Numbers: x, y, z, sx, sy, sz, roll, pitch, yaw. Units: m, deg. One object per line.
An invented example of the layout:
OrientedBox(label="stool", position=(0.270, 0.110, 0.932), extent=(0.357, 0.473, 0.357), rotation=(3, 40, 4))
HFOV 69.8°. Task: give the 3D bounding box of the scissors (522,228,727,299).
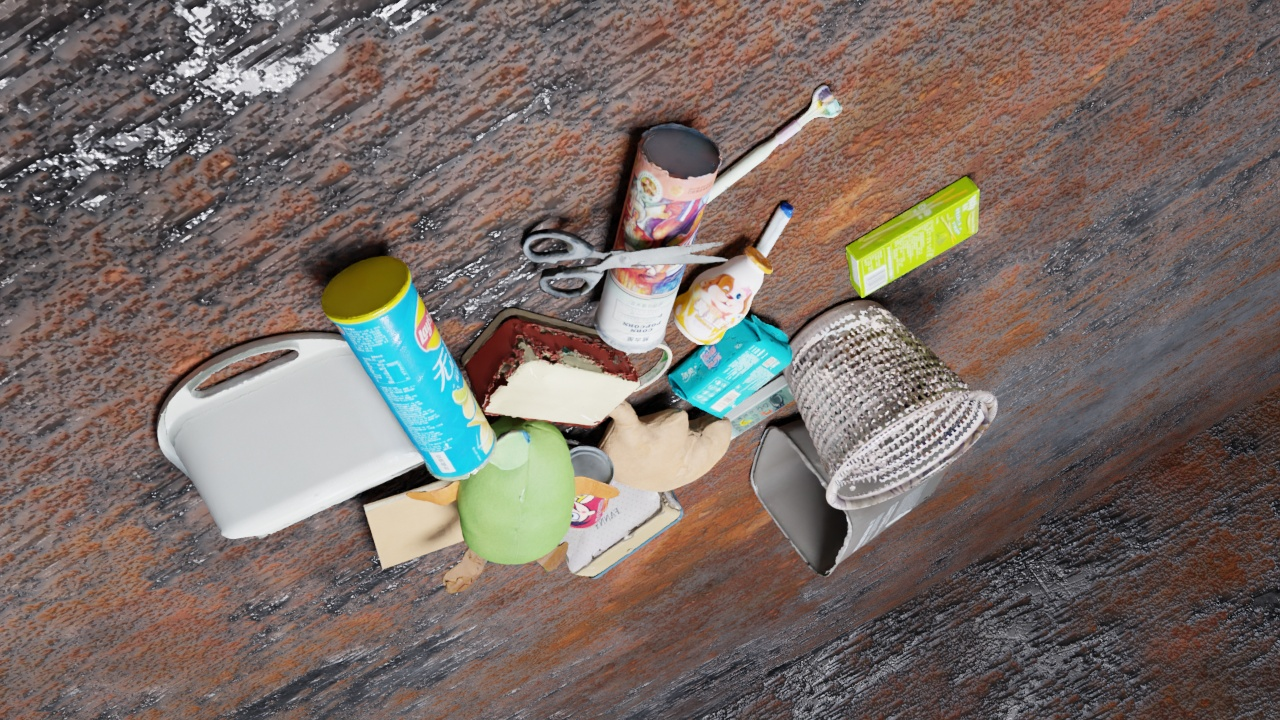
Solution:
OrientedBox(label="scissors", position=(-0.019, -0.090, 0.769), extent=(0.146, 0.014, 0.172), rotation=(35, 137, -20))

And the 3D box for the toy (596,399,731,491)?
OrientedBox(label="toy", position=(0.009, 0.101, 1.108), extent=(0.225, 0.082, 0.144), rotation=(16, 124, -46))

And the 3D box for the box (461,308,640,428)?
OrientedBox(label="box", position=(-0.081, 0.017, 0.902), extent=(0.091, 0.080, 0.168), rotation=(-44, 147, 25))

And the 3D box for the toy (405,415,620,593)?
OrientedBox(label="toy", position=(-0.132, 0.150, 0.976), extent=(0.226, 0.090, 0.247), rotation=(-2, 130, -19))

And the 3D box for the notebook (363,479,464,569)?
OrientedBox(label="notebook", position=(-0.200, 0.168, 1.047), extent=(0.211, 0.012, 0.150), rotation=(-17, 147, -19))

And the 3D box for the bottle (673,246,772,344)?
OrientedBox(label="bottle", position=(0.084, -0.067, 0.929), extent=(0.109, 0.063, 0.063), rotation=(-45, 146, 24))

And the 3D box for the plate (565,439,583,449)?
OrientedBox(label="plate", position=(-0.146, 0.142, 1.090), extent=(0.179, 0.024, 0.180), rotation=(-22, 149, -15))

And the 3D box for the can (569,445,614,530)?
OrientedBox(label="can", position=(-0.068, 0.152, 1.081), extent=(0.066, 0.066, 0.094), rotation=(-16, 147, -21))

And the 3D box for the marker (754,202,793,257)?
OrientedBox(label="marker", position=(0.120, -0.104, 0.948), extent=(0.016, 0.017, 0.146), rotation=(-7, 143, -32))

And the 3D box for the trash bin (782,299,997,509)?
OrientedBox(label="trash bin", position=(0.282, 0.042, 1.120), extent=(0.227, 0.192, 0.228), rotation=(-20, 148, -13))

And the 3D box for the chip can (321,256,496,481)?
OrientedBox(label="chip can", position=(-0.188, 0.013, 0.773), extent=(0.071, 0.071, 0.210), rotation=(-25, 136, -7))

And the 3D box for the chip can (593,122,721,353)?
OrientedBox(label="chip can", position=(0.011, -0.102, 0.811), extent=(0.071, 0.071, 0.215), rotation=(-13, 145, -25))

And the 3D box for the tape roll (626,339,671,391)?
OrientedBox(label="tape roll", position=(-0.006, 0.006, 1.010), extent=(0.085, 0.014, 0.086), rotation=(-20, 148, -14))

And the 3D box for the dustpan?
OrientedBox(label="dustpan", position=(-0.312, 0.066, 0.856), extent=(0.222, 0.142, 0.258), rotation=(-24, 178, -8))

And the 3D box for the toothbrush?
OrientedBox(label="toothbrush", position=(0.095, -0.176, 0.821), extent=(0.190, 0.029, 0.020), rotation=(-36, -171, 15))

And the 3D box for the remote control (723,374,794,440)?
OrientedBox(label="remote control", position=(0.145, 0.070, 1.222), extent=(0.135, 0.019, 0.056), rotation=(-34, 149, 8))

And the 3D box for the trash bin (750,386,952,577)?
OrientedBox(label="trash bin", position=(0.312, 0.166, 1.345), extent=(0.219, 0.198, 0.199), rotation=(-23, 149, -21))

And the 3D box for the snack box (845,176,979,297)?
OrientedBox(label="snack box", position=(0.310, -0.138, 1.043), extent=(0.156, 0.026, 0.086), rotation=(-30, 149, 3))

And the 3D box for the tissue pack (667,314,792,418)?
OrientedBox(label="tissue pack", position=(0.107, 0.005, 1.066), extent=(0.134, 0.050, 0.093), rotation=(-40, 146, 17))

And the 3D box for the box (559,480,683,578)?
OrientedBox(label="box", position=(-0.037, 0.218, 1.228), extent=(0.185, 0.089, 0.061), rotation=(-37, 150, 18))
